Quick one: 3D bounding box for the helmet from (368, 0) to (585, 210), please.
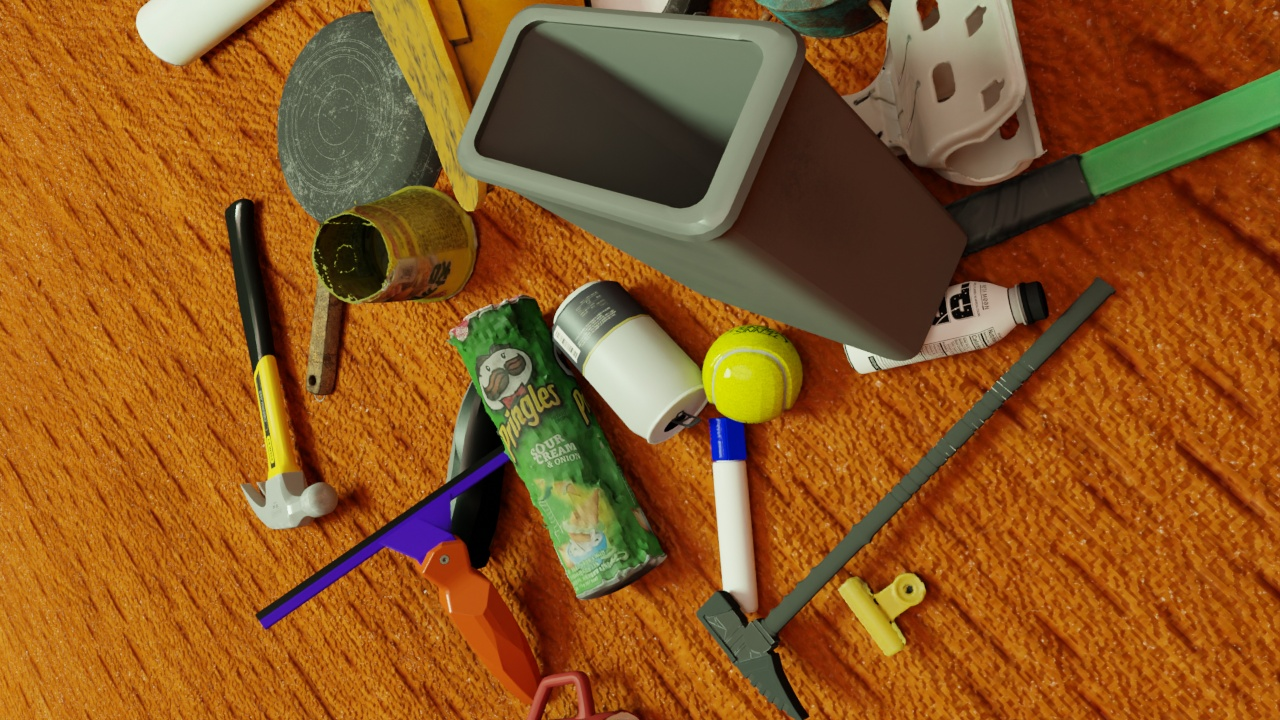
[{"bbox_3d":[-0.107,-0.239,0.662,0.131,0.206,0.255,-21,61,-15],"label":"helmet"}]

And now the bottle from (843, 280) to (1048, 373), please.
[{"bbox_3d":[0.183,-0.023,0.554,0.116,0.041,0.041,-14,83,29],"label":"bottle"}]

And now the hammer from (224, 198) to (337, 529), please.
[{"bbox_3d":[-0.356,0.002,0.868,0.127,0.029,0.323,-26,74,40],"label":"hammer"}]

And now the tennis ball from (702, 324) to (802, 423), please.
[{"bbox_3d":[0.073,0.009,0.604,0.065,0.065,0.065,0,90,30],"label":"tennis ball"}]

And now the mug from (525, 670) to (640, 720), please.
[{"bbox_3d":[-0.054,0.290,0.673,0.097,0.080,0.116,-20,74,29],"label":"mug"}]

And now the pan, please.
[{"bbox_3d":[-0.269,-0.136,0.820,0.208,0.040,0.357,14,96,29],"label":"pan"}]

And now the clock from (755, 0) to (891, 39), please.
[{"bbox_3d":[0.116,-0.288,0.573,0.121,0.073,0.157,4,92,30],"label":"clock"}]

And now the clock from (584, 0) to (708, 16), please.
[{"bbox_3d":[0.003,-0.256,0.655,0.091,0.043,0.122,-19,81,29],"label":"clock"}]

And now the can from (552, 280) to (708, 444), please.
[{"bbox_3d":[-0.004,0.004,0.649,0.127,0.064,0.064,48,112,21],"label":"can"}]

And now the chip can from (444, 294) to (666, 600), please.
[{"bbox_3d":[-0.061,0.064,0.673,0.076,0.075,0.223,-35,76,26],"label":"chip can"}]

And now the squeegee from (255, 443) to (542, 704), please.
[{"bbox_3d":[-0.124,0.189,0.695,0.185,0.249,0.055,62,160,-18],"label":"squeegee"}]

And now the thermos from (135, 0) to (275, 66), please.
[{"bbox_3d":[-0.381,-0.358,0.865,0.231,0.067,0.068,-20,80,29],"label":"thermos"}]

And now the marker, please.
[{"bbox_3d":[0.065,0.106,0.632,0.027,0.023,0.133,168,98,-72],"label":"marker"}]

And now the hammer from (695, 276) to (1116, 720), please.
[{"bbox_3d":[0.168,0.082,0.559,0.325,0.015,0.095,-50,59,14],"label":"hammer"}]

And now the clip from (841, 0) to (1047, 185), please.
[{"bbox_3d":[0.179,-0.158,0.537,0.151,0.110,0.126,122,150,-65],"label":"clip"}]

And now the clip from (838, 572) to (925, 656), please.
[{"bbox_3d":[0.156,0.155,0.580,0.054,0.046,0.048,55,139,20],"label":"clip"}]

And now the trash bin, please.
[{"bbox_3d":[0.047,-0.091,0.505,0.192,0.219,0.097,23,91,41],"label":"trash bin"}]

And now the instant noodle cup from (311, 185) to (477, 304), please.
[{"bbox_3d":[-0.196,-0.086,0.724,0.102,0.108,0.102,4,104,17],"label":"instant noodle cup"}]

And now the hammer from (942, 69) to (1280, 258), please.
[{"bbox_3d":[0.255,-0.103,0.519,0.320,0.032,0.130,-22,80,29],"label":"hammer"}]

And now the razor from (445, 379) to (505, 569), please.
[{"bbox_3d":[-0.133,0.087,0.735,0.060,0.057,0.156,33,110,59],"label":"razor"}]
